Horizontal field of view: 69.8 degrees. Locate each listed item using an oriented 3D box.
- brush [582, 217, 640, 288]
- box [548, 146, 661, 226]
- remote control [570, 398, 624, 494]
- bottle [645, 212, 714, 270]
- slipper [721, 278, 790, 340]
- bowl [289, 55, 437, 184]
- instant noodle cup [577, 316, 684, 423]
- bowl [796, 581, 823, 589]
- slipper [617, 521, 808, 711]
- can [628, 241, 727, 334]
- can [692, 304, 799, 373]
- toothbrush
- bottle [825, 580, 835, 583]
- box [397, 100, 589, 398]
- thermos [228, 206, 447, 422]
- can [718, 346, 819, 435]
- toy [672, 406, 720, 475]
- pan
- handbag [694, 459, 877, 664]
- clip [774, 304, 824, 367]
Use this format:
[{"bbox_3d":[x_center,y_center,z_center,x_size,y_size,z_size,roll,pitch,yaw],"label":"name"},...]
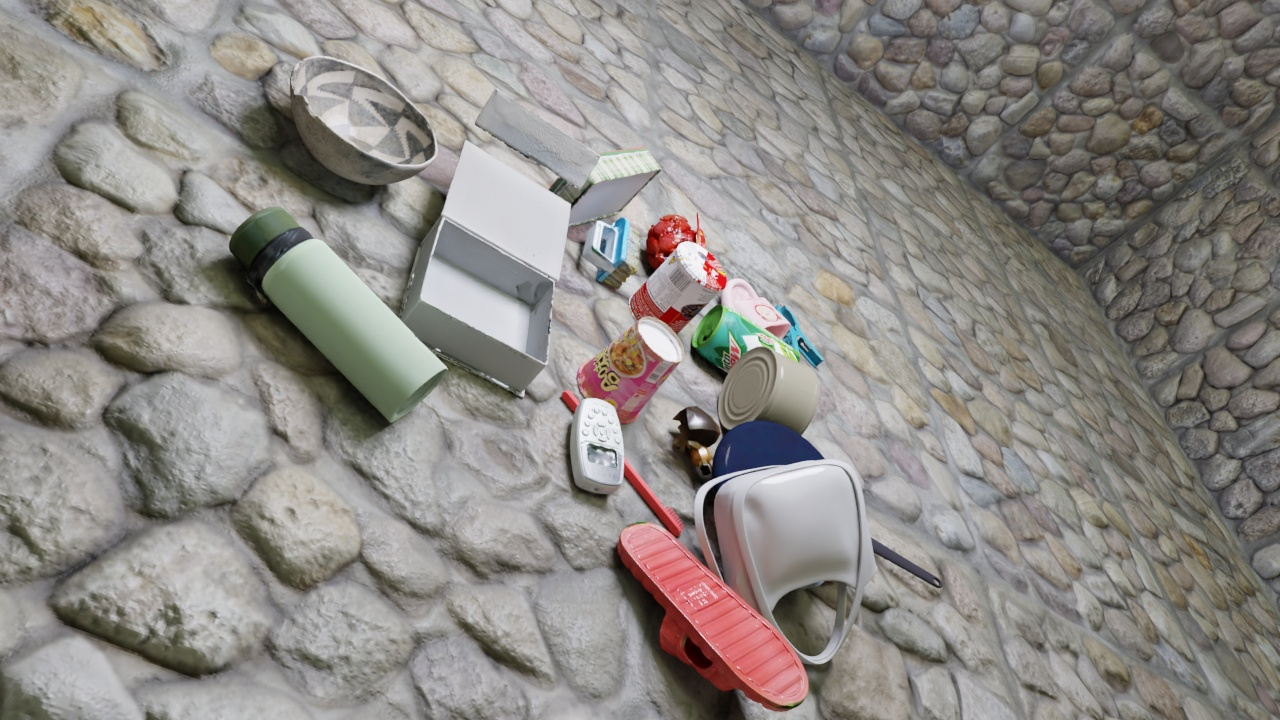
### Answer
[{"bbox_3d":[-0.041,-0.169,1.323,0.075,0.055,0.135,37,32,-22],"label":"brush"},{"bbox_3d":[-0.060,-0.253,1.343,0.051,0.118,0.205,54,34,5],"label":"box"},{"bbox_3d":[-0.049,0.095,1.027,0.060,0.028,0.114,18,48,-24],"label":"remote control"},{"bbox_3d":[0.061,-0.165,1.398,0.099,0.099,0.111,21,44,-33],"label":"bottle"},{"bbox_3d":[0.199,-0.041,1.451,0.106,0.056,0.221,-4,57,-48],"label":"slipper"},{"bbox_3d":[-0.334,-0.266,1.076,0.178,0.081,0.178,30,35,-24],"label":"bowl"},{"bbox_3d":[-0.007,0.006,1.113,0.097,0.109,0.097,30,35,-24],"label":"instant noodle cup"},{"bbox_3d":[0.180,0.233,1.123,0.106,0.039,0.106,18,50,-23],"label":"bowl"},{"bbox_3d":[0.061,0.269,0.942,0.249,0.059,0.103,42,30,25],"label":"slipper"},{"bbox_3d":[0.052,-0.097,1.288,0.086,0.117,0.086,29,35,-24],"label":"can"},{"bbox_3d":[0.154,-0.014,1.339,0.144,0.083,0.082,32,34,-17],"label":"can"},{"bbox_3d":[-0.020,0.116,1.065,0.212,0.012,0.017,50,32,8],"label":"toothbrush"},{"bbox_3d":[0.226,0.206,1.198,0.059,0.060,0.166,2,51,-47],"label":"bottle"},{"bbox_3d":[-0.168,-0.140,1.106,0.166,0.099,0.367,29,42,-24],"label":"box"},{"bbox_3d":[-0.295,-0.046,0.881,0.231,0.083,0.082,46,32,0],"label":"thermos"},{"bbox_3d":[0.172,0.051,1.248,0.073,0.128,0.127,25,37,-25],"label":"can"},{"bbox_3d":[0.073,0.107,1.145,0.076,0.062,0.100,65,8,-64],"label":"toy"},{"bbox_3d":[0.242,0.200,1.146,0.356,0.021,0.198,31,46,-13],"label":"pan"},{"bbox_3d":[0.166,0.232,1.032,0.215,0.096,0.222,-9,86,-20],"label":"handbag"},{"bbox_3d":[0.249,-0.044,1.540,0.102,0.027,0.119,13,44,-44],"label":"clip"}]
